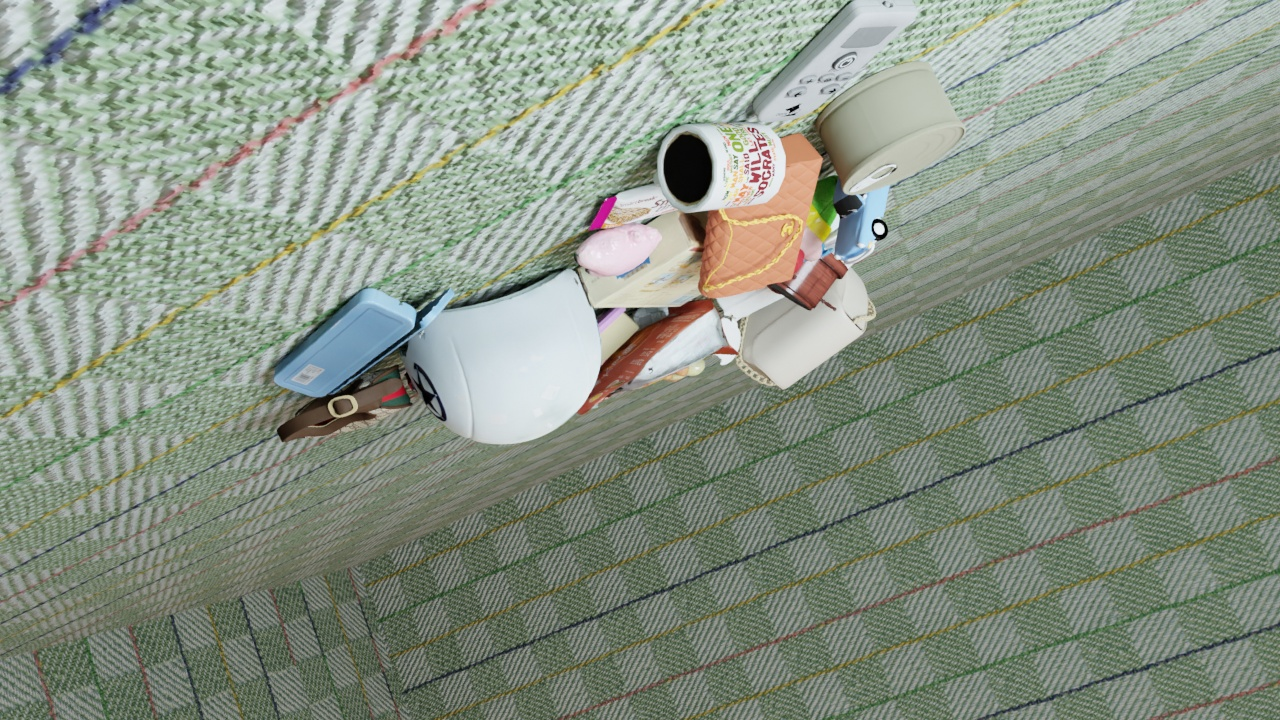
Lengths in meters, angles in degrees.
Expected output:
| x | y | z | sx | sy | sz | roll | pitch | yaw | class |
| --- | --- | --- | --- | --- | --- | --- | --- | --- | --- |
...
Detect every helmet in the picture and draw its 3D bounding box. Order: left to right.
| x | y | z | sx | sy | sz | roll | pitch | yaw | class |
| --- | --- | --- | --- | --- | --- | --- | --- | --- | --- |
| -0.150 | 0.017 | 1.090 | 0.236 | 0.163 | 0.264 | -18 | 170 | -19 | helmet |

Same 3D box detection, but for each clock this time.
| x | y | z | sx | sy | sz | roll | pitch | yaw | class |
| --- | --- | --- | --- | --- | --- | --- | --- | --- | --- |
| 0.194 | -0.126 | 1.207 | 0.120 | 0.158 | 0.072 | 31 | 95 | -35 | clock |

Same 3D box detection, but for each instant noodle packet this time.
| x | y | z | sx | sy | sz | roll | pitch | yaw | class |
| --- | --- | --- | --- | --- | --- | --- | --- | --- | --- |
| -0.007 | 0.007 | 1.201 | 0.220 | 0.084 | 0.164 | -29 | -170 | -17 | instant noodle packet |

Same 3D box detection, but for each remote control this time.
| x | y | z | sx | sy | sz | roll | pitch | yaw | class |
| --- | --- | --- | --- | --- | --- | --- | --- | --- | --- |
| 0.159 | -0.248 | 0.775 | 0.074 | 0.019 | 0.151 | -16 | 168 | -34 | remote control |

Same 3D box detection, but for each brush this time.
| x | y | z | sx | sy | sz | roll | pitch | yaw | class |
| --- | --- | --- | --- | --- | --- | --- | --- | --- | --- |
| -0.096 | 0.008 | 1.252 | 0.228 | 0.043 | 0.089 | -43 | -172 | -19 | brush |

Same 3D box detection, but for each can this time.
| x | y | z | sx | sy | sz | roll | pitch | yaw | class |
| --- | --- | --- | --- | --- | --- | --- | --- | --- | --- |
| 0.246 | -0.229 | 0.911 | 0.127 | 0.073 | 0.128 | -22 | 170 | -4 | can |

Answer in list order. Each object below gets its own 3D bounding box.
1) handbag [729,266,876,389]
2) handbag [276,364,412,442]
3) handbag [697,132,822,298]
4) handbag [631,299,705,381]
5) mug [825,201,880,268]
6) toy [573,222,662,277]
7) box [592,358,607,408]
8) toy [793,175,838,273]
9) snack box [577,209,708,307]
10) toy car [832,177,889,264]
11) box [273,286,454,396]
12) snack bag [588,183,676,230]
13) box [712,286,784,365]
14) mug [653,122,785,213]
| x | y | z | sx | sy | sz | roll | pitch | yaw | class |
| --- | --- | --- | --- | --- | --- | --- | --- | --- | --- |
| 0.229 | -0.073 | 1.374 | 0.211 | 0.208 | 0.103 | -38 | 121 | 19 | handbag |
| -0.346 | 0.057 | 1.066 | 0.167 | 0.063 | 0.138 | -17 | -171 | 37 | handbag |
| 0.120 | -0.141 | 0.961 | 0.108 | 0.060 | 0.172 | -17 | 144 | -16 | handbag |
| 0.045 | -0.028 | 1.390 | 0.112 | 0.123 | 0.171 | -8 | 170 | 6 | handbag |
| 0.270 | -0.168 | 1.257 | 0.082 | 0.082 | 0.106 | -20 | 169 | -17 | mug |
| -0.023 | -0.118 | 0.970 | 0.093 | 0.050 | 0.102 | -24 | 179 | 6 | toy |
| -0.084 | 0.004 | 1.449 | 0.159 | 0.066 | 0.230 | -50 | 163 | 13 | box |
| 0.201 | -0.166 | 1.083 | 0.131 | 0.124 | 0.097 | -49 | -157 | -16 | toy |
| 0.046 | -0.120 | 1.098 | 0.154 | 0.055 | 0.207 | -28 | 168 | 31 | snack box |
| 0.243 | -0.181 | 1.009 | 0.054 | 0.153 | 0.056 | 20 | 164 | -17 | toy car |
| -0.285 | -0.015 | 0.952 | 0.210 | 0.049 | 0.120 | -29 | 167 | 38 | box |
| 0.043 | -0.171 | 0.940 | 0.196 | 0.016 | 0.070 | -18 | 168 | -22 | snack bag |
| 0.153 | -0.079 | 1.324 | 0.137 | 0.143 | 0.083 | -26 | 147 | 30 | box |
| 0.062 | -0.173 | 0.831 | 0.089 | 0.073 | 0.105 | -14 | -172 | -40 | mug |
